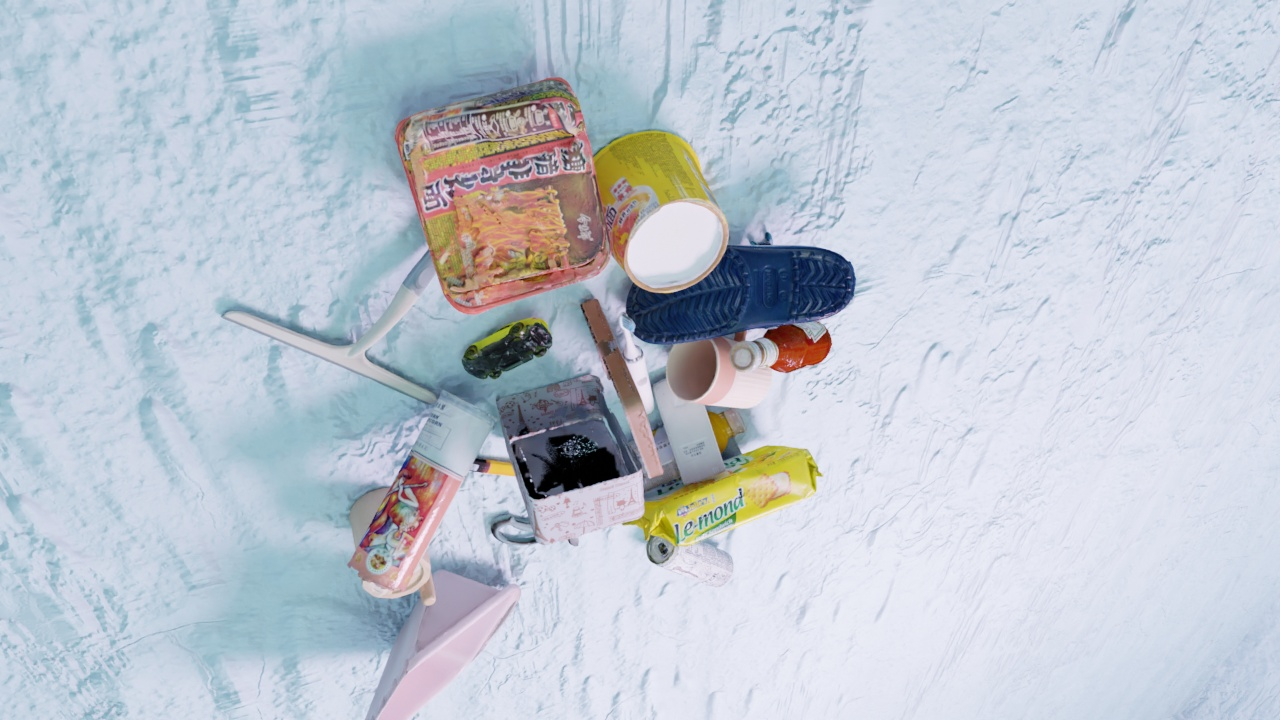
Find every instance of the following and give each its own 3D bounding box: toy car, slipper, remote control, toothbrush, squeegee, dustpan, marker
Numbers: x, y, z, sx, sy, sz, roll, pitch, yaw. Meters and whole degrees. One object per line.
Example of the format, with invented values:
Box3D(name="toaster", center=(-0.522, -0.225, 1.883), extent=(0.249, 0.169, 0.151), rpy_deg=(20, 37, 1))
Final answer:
Box3D(name="toy car", center=(-0.147, -0.015, 1.002), extent=(0.105, 0.032, 0.048), rpy_deg=(-26, 137, 15))
Box3D(name="slipper", center=(0.108, -0.082, 1.022), extent=(0.253, 0.095, 0.105), rpy_deg=(-7, 97, 4))
Box3D(name="remote control", center=(0.059, 0.083, 1.137), extent=(0.056, 0.019, 0.135), rpy_deg=(-19, 94, -6))
Box3D(name="toothbrush", center=(-0.006, 0.006, 1.048), extent=(0.026, 0.026, 0.221), rpy_deg=(-49, 157, -19))
Box3D(name="squeegee", center=(-0.232, -0.068, 0.909), extent=(0.247, 0.039, 0.246), rpy_deg=(-45, 133, 17))
Box3D(name="dustpan", center=(-0.252, 0.398, 1.206), extent=(0.139, 0.272, 0.223), rpy_deg=(27, 120, -12))
Box3D(name="marker", center=(-0.203, 0.126, 1.116), extent=(0.123, 0.015, 0.018), rpy_deg=(12, 122, -30))

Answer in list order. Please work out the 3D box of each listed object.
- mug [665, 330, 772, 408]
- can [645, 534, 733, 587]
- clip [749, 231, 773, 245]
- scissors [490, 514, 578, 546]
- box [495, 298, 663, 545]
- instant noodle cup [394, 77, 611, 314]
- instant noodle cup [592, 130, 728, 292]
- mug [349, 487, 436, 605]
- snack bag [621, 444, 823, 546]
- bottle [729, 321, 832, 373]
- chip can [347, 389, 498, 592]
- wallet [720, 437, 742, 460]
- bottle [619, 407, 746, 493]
Box3D(name="mug", center=(0.098, -0.001, 1.097), extent=(0.105, 0.082, 0.114), rpy_deg=(11, 88, -44))
Box3D(name="can", center=(0.075, 0.294, 1.364), extent=(0.058, 0.058, 0.146), rpy_deg=(-45, 133, 16))
Box3D(name="clip", center=(0.146, -0.123, 1.055), extent=(0.050, 0.015, 0.057), rpy_deg=(-34, 134, 3))
Box3D(name="scissors", center=(-0.106, 0.192, 1.218), extent=(0.170, 0.019, 0.179), rpy_deg=(7, 125, -28))
Box3D(name="box", center=(-0.071, 0.063, 1.003), extent=(0.156, 0.183, 0.194), rpy_deg=(-16, 132, -11))
Box3D(name="instant noodle cup", center=(-0.121, -0.150, 0.837), extent=(0.164, 0.079, 0.189), rpy_deg=(-17, 113, -10))
Box3D(name="instant noodle cup", center=(0.017, -0.141, 0.911), extent=(0.138, 0.109, 0.138), rpy_deg=(-14, 135, -14))
Box3D(name="mug", center=(-0.290, 0.229, 1.103), extent=(0.084, 0.103, 0.125), rpy_deg=(-29, 135, 1))
Box3D(name="snack bag", center=(0.104, 0.174, 1.179), extent=(0.246, 0.158, 0.068), rpy_deg=(-18, 91, -12))
Box3D(name="bottle", center=(0.163, -0.013, 1.070), extent=(0.205, 0.060, 0.060), rpy_deg=(-11, 141, -58))
Box3D(name="chip can", center=(-0.237, 0.142, 1.004), extent=(0.071, 0.071, 0.214), rpy_deg=(34, 79, -42))
Box3D(name="wallet", center=(0.091, 0.137, 1.261), extent=(0.097, 0.019, 0.121), rpy_deg=(-30, 134, 0))
Box3D(name="bottle", center=(0.044, 0.115, 1.182), extent=(0.189, 0.068, 0.068), rpy_deg=(-25, 135, -2))
